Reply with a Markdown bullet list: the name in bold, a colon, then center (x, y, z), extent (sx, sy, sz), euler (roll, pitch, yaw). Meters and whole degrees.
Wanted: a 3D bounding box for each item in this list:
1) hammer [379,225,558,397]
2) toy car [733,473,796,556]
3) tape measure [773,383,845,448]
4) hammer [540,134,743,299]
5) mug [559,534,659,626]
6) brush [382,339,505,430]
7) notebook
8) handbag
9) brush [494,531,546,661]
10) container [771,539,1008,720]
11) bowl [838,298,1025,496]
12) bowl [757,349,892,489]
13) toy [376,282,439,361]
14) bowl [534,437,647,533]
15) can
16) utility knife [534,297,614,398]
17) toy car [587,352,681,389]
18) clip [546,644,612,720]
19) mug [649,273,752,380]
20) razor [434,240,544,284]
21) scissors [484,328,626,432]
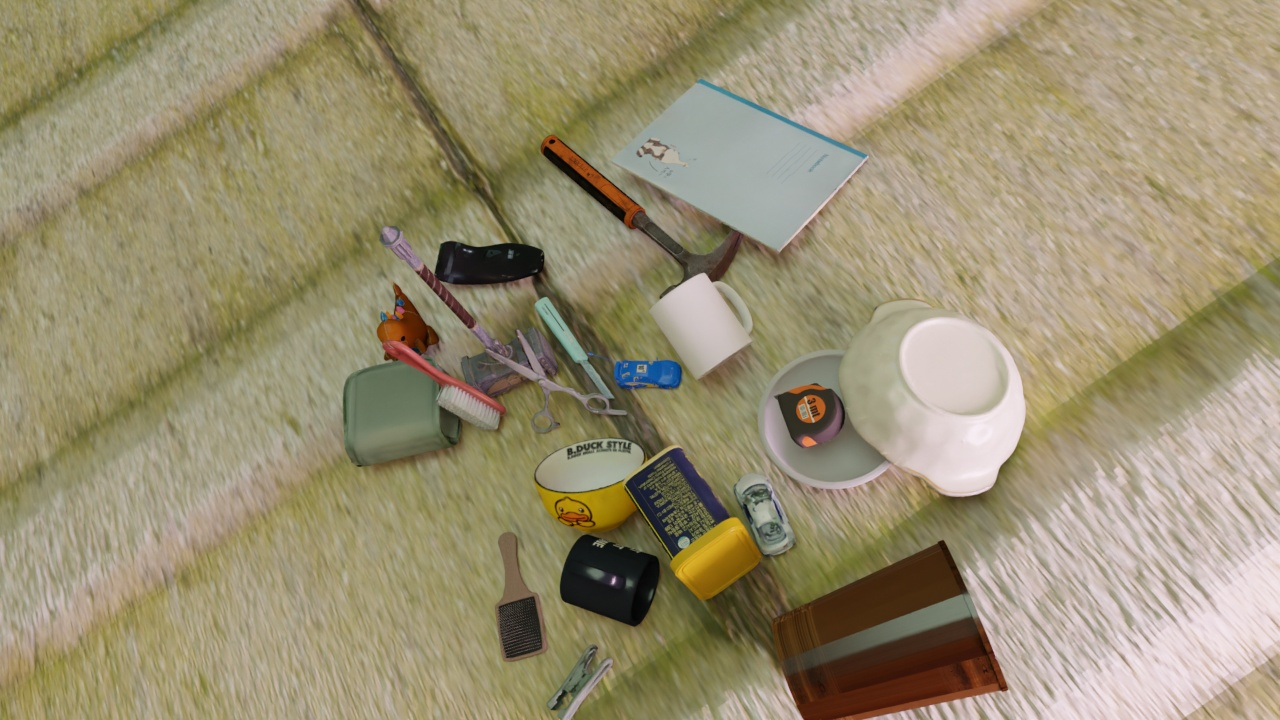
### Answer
- **hammer**: center (-0.184, -0.049, 0.940), extent (0.098, 0.322, 0.044), euler (-23, 62, 4)
- **toy car**: center (0.124, 0.153, 0.928), extent (0.039, 0.027, 0.089), euler (-27, 62, 5)
- **tape measure**: center (0.171, 0.053, 0.906), extent (0.059, 0.038, 0.058), euler (-26, 61, 18)
- **hammer**: center (-0.010, -0.195, 1.121), extent (0.137, 0.035, 0.314), euler (-43, 62, -7)
- **mug**: center (-0.035, 0.213, 0.901), extent (0.077, 0.105, 0.071), euler (14, 76, 21)
- **brush**: center (-0.216, 0.030, 1.004), extent (0.041, 0.172, 0.030), euler (-6, 57, 40)
- **notebook**: center (0.115, -0.242, 1.100), extent (0.253, 0.009, 0.180), euler (33, 66, 26)
- **handbag**: center (-0.275, 0.062, 1.060), extent (0.122, 0.067, 0.106), euler (-12, 63, 10)
- **brush**: center (-0.133, 0.244, 0.966), extent (0.050, 0.015, 0.135), euler (-18, 63, 8)
- **container**: center (0.213, 0.250, 0.809), extent (0.167, 0.132, 0.132), euler (-23, 62, 11)
- **bowl**: center (0.293, 0.019, 0.889), extent (0.188, 0.060, 0.219), euler (-6, 62, -11)
- **bowl**: center (0.197, 0.065, 0.938), extent (0.150, 0.043, 0.149), euler (-6, 65, 12)
- **toy**: center (-0.290, -0.048, 1.097), extent (0.071, 0.090, 0.103), euler (-18, 83, 7)
- **bowl**: center (-0.046, 0.136, 0.951), extent (0.117, 0.068, 0.117), euler (-9, 21, 3)
- **can**: center (0.050, 0.157, 0.888), extent (0.075, 0.135, 0.104), euler (-35, 59, -2)
- **utility knife**: center (-0.078, -0.013, 1.070), extent (0.022, 0.015, 0.165), euler (-20, 59, -30)
- **toy car**: center (-0.006, 0.006, 1.012), extent (0.092, 0.062, 0.033), euler (0, 66, 16)
- **clip**: center (-0.060, 0.319, 0.908), extent (0.042, 0.023, 0.075), euler (34, 81, 24)
- **mug**: center (0.077, -0.043, 1.000), extent (0.110, 0.074, 0.090), euler (-30, 83, -40)
- **razor**: center (-0.187, -0.124, 1.121), extent (0.141, 0.064, 0.053), euler (-1, 67, 16)
- **scissors**: center (-0.090, 0.025, 0.999), extent (0.158, 0.142, 0.014), euler (2, 37, -1)
